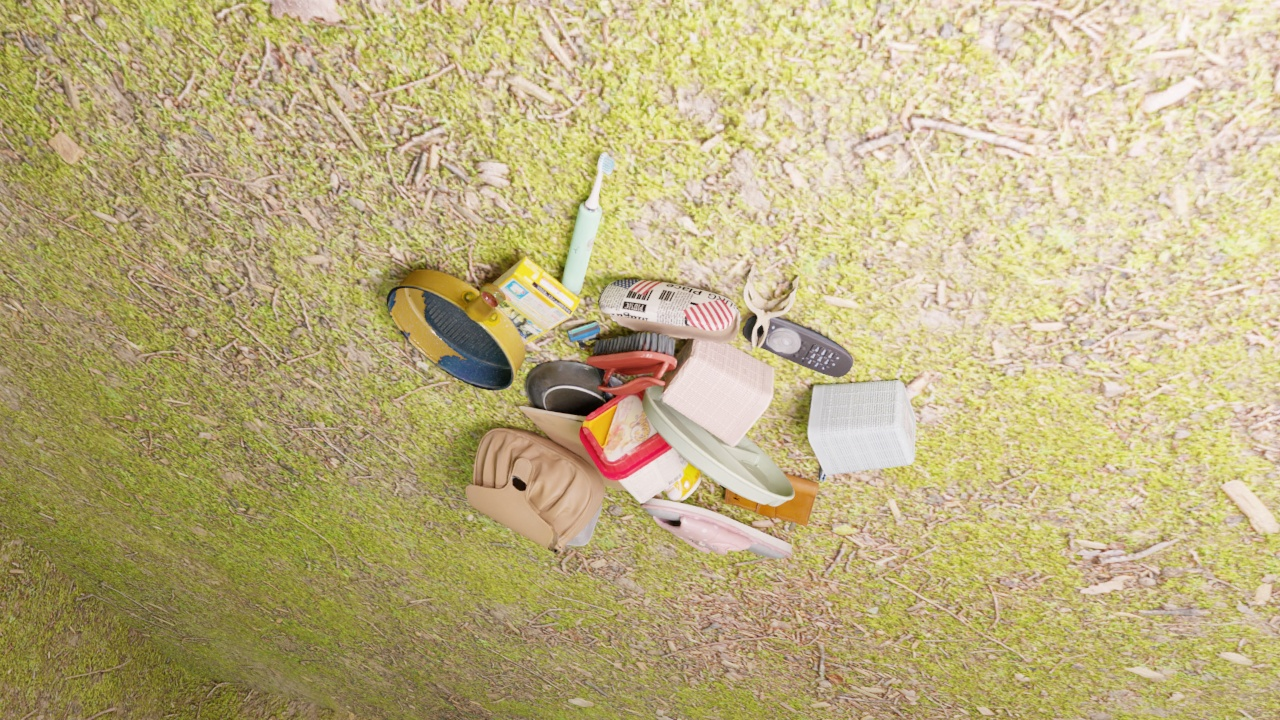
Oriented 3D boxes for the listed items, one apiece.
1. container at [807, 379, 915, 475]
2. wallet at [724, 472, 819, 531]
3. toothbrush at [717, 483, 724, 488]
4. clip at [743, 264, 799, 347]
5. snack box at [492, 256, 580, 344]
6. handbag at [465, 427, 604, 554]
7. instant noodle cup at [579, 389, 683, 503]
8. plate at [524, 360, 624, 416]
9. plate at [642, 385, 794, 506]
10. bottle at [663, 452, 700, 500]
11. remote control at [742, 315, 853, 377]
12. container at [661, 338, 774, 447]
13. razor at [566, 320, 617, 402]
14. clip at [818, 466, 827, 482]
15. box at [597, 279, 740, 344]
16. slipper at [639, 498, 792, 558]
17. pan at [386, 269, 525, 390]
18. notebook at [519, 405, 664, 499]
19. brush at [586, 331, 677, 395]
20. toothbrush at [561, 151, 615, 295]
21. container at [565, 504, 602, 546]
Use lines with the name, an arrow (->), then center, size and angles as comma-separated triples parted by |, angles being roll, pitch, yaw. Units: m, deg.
container -> 0.274, 0.080, 1.128 | 0.112, 0.090, 0.090 | -9, 134, 27
wallet -> 0.191, 0.198, 1.355 | 0.131, 0.035, 0.119 | 14, 139, 12
toothbrush -> 0.066, 0.126, 1.326 | 0.018, 0.014, 0.189 | -11, 130, 46
clip -> 0.136, -0.067, 1.042 | 0.098, 0.035, 0.100 | 36, 130, -12
snack box -> -0.144, -0.072, 1.145 | 0.087, 0.033, 0.141 | 38, 149, -17
handbag -> -0.164, 0.189, 1.375 | 0.204, 0.148, 0.099 | 24, -178, 21
instant noodle cup -> -0.004, 0.121, 1.244 | 0.116, 0.116, 0.124 | -32, 138, -5
plate -> -0.084, 0.066, 1.317 | 0.179, 0.024, 0.180 | 12, 141, 10
plate -> 0.094, 0.107, 1.152 | 0.230, 0.230, 0.027 | 32, 101, -15
bottle -> 0.035, 0.154, 1.342 | 0.108, 0.063, 0.063 | 42, 139, -5
remote control -> 0.188, -0.021, 1.092 | 0.136, 0.024, 0.053 | 24, 137, 0
container -> 0.094, 0.030, 1.133 | 0.111, 0.090, 0.090 | 31, 121, -9
razor -> -0.056, 0.006, 1.226 | 0.043, 0.022, 0.143 | -18, 126, 3
clip -> 0.256, 0.144, 1.264 | 0.028, 0.024, 0.057 | 16, 139, -2
box -> 0.032, -0.052, 1.075 | 0.162, 0.085, 0.075 | 13, 116, 15
slipper -> 0.115, 0.267, 1.401 | 0.274, 0.054, 0.114 | 24, 164, -27
pan -> -0.215, -0.048, 1.133 | 0.197, 0.078, 0.358 | 39, 151, -11
notebook -> -0.073, 0.139, 1.369 | 0.150, 0.012, 0.211 | 6, 147, 45
brush -> -0.007, 0.007, 1.138 | 0.063, 0.069, 0.146 | 19, 166, -31
toothbrush -> -0.061, -0.151, 1.043 | 0.027, 0.026, 0.225 | 36, 143, 12
container -> -0.128, 0.228, 1.483 | 0.090, 0.090, 0.114 | 1, 135, 22
